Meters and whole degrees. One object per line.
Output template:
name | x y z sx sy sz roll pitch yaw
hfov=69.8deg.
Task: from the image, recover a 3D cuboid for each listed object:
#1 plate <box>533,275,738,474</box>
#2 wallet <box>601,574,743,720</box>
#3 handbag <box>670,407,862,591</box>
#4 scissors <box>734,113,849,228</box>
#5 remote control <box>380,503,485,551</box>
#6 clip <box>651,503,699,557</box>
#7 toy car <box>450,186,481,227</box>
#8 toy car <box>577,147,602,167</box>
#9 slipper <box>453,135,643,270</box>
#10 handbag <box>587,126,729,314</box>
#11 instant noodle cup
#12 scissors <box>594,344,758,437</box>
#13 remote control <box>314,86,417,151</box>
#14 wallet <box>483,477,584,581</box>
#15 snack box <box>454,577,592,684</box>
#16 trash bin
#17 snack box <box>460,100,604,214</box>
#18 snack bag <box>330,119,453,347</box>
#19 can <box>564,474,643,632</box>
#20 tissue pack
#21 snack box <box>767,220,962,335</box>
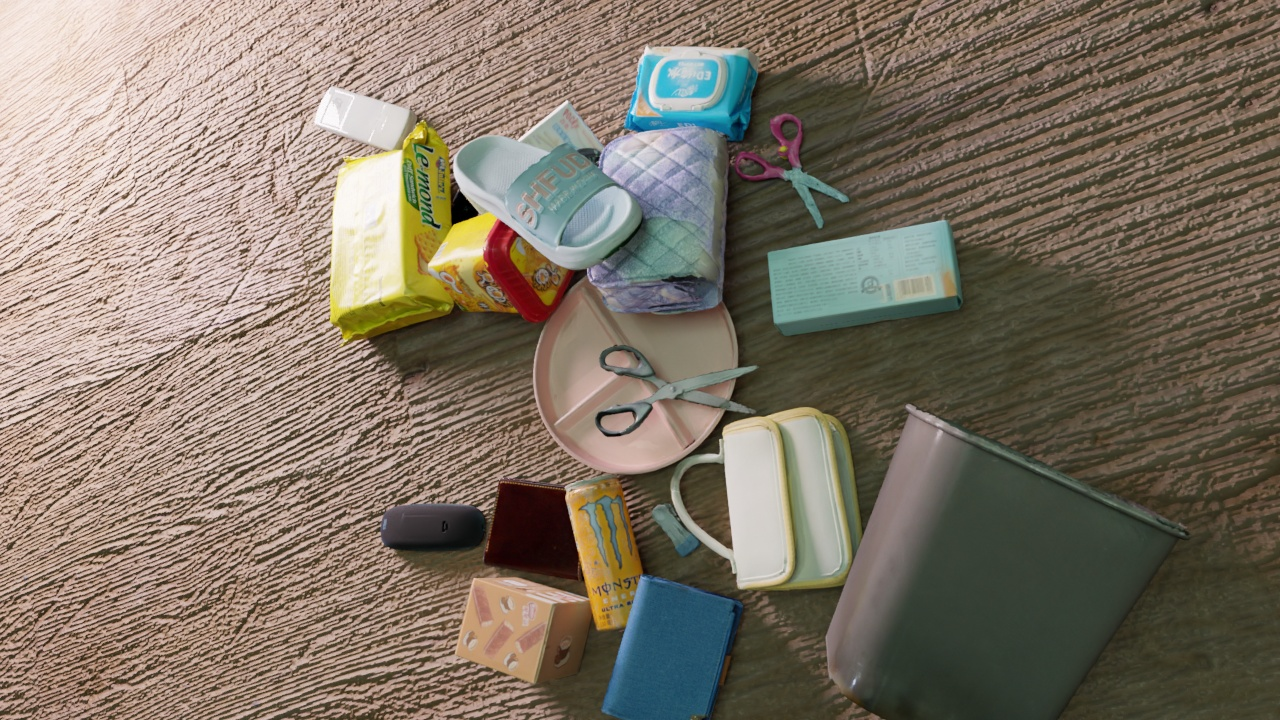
plate | -0.006 0.006 0.959 0.230 0.028 0.229 -6 75 22
wallet | 0.032 0.275 0.856 0.106 0.040 0.133 17 88 -7
handbag | 0.111 0.136 0.867 0.179 0.063 0.163 -12 72 23
scissors | 0.151 -0.187 0.946 0.105 0.017 0.136 -26 73 14
remote control | -0.236 0.185 1.016 0.137 0.024 0.053 -5 75 22
clip | 0.034 0.167 0.911 0.024 0.029 0.056 -40 74 12
toy car | -0.188 -0.195 1.077 0.056 0.037 0.122 39 107 31
toy car | -0.057 -0.186 1.005 0.042 0.035 0.090 -3 100 -6
slipper | -0.096 -0.173 0.899 0.245 0.074 0.103 33 63 32
handbag | 0.022 -0.142 0.935 0.134 0.075 0.193 -4 62 19
instant noodle cup | -0.151 -0.107 0.995 0.124 0.116 0.115 -5 48 34
scissors | 0.027 0.030 0.919 0.173 0.014 0.159 -44 68 6
remote control | -0.353 -0.308 1.177 0.150 0.021 0.058 22 88 25
wallet | -0.105 0.176 0.967 0.122 0.020 0.096 3 74 24
snack box | -0.113 0.264 0.909 0.094 0.092 0.077 10 82 24
trash bin | 0.262 0.172 0.717 0.199 0.199 0.220 24 95 9
snack box | -0.115 -0.208 1.028 0.157 0.026 0.085 -36 109 11
snack bag | -0.298 -0.148 1.080 0.158 0.068 0.246 -13 73 31
can | -0.032 0.189 0.904 0.058 0.058 0.146 -18 78 18
tissue pack | 0.056 -0.286 0.979 0.140 0.063 0.090 9 82 24
snack box | 0.211 -0.076 0.874 0.175 0.051 0.074 -8 74 20
